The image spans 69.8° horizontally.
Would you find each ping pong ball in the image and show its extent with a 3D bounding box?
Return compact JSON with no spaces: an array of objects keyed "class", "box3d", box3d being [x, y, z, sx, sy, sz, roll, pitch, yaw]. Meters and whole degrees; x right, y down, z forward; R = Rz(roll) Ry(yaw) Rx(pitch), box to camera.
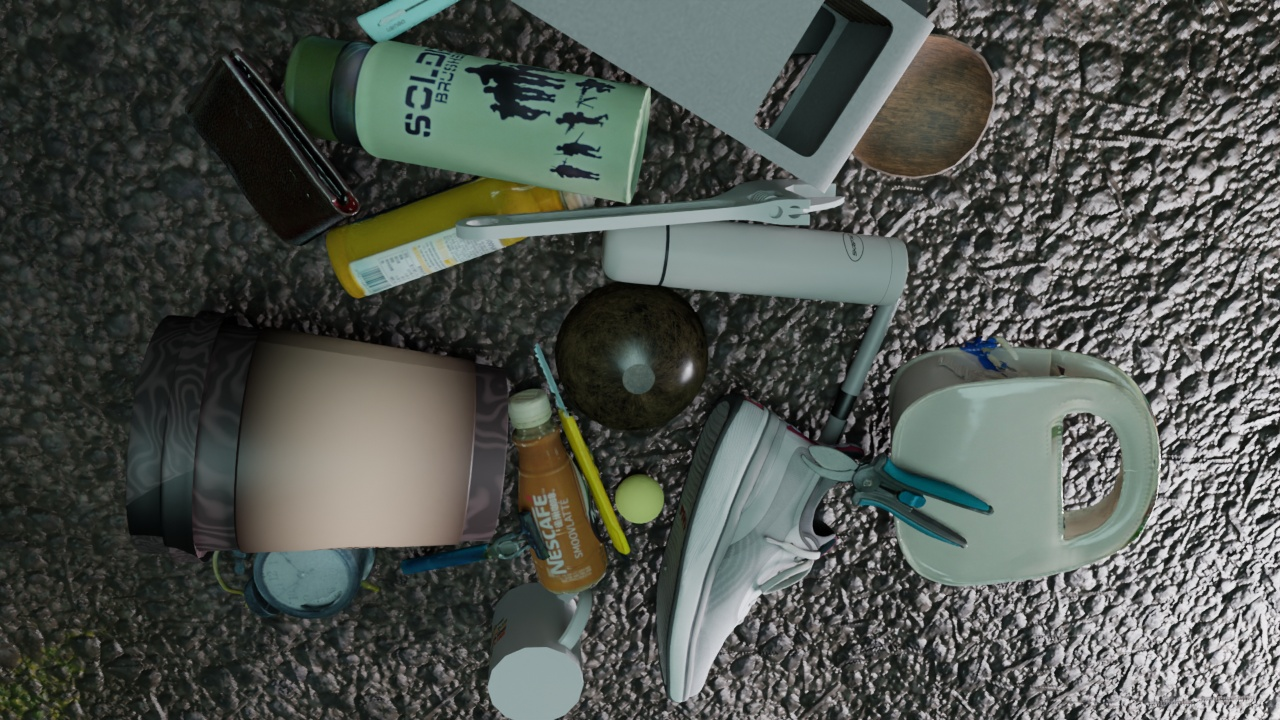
[{"class":"ping pong ball","box3d":[-0.001,0.113,0.753,0.040,0.040,0.040,-2,110,-5]}]

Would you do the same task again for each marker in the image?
[{"class":"marker","box3d":[0.177,0.009,0.745,0.016,0.016,0.141,16,108,-12]}]

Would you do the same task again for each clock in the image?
[{"class":"clock","box3d":[-0.276,0.161,0.738,0.129,0.052,0.090,-4,111,0]}]

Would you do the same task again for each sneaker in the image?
[{"class":"sneaker","box3d":[0.088,0.163,0.749,0.128,0.096,0.263,15,101,-6]}]

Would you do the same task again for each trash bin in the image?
[{"class":"trash bin","box3d":[0.043,-0.221,0.575,0.228,0.114,0.115,27,107,-16]}]

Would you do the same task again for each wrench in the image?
[{"class":"wrench","box3d":[0.010,-0.104,0.634,0.273,0.086,0.018,-6,111,-12]}]

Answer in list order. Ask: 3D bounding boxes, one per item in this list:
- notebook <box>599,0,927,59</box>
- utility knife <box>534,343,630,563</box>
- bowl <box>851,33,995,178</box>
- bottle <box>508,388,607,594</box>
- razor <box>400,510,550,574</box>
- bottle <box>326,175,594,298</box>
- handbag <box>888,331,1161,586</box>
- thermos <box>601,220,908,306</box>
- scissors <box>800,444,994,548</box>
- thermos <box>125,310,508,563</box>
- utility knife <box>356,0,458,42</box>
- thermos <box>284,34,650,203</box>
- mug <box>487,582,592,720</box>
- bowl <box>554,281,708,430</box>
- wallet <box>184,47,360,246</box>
[{"class":"notebook","box3d":[0.086,-0.295,0.621,0.231,0.019,0.169,-3,112,-5]},{"class":"utility knife","box3d":[-0.047,0.077,0.740,0.018,0.030,0.207,-32,114,-20]},{"class":"bowl","box3d":[0.197,-0.186,0.667,0.114,0.026,0.102,10,118,-12]},{"class":"bottle","box3d":[-0.071,0.103,0.732,0.059,0.059,0.167,-13,110,-1]},{"class":"razor","box3d":[-0.139,0.155,0.735,0.144,0.022,0.042,-18,101,28]},{"class":"bottle","box3d":[-0.126,-0.099,0.653,0.186,0.053,0.053,-19,111,1]},{"class":"handbag","box3d":[0.301,0.077,0.734,0.200,0.092,0.201,-3,112,13]},{"class":"thermos","box3d":[0.083,-0.076,0.684,0.224,0.052,0.052,4,110,-8]},{"class":"scissors","box3d":[0.199,0.098,0.699,0.148,0.019,0.132,-18,111,17]},{"class":"thermos","box3d":[-0.216,0.059,0.648,0.226,0.172,0.173,5,110,-15]},{"class":"utility knife","box3d":[-0.133,-0.249,0.619,0.120,0.015,0.022,-27,109,1]},{"class":"thermos","box3d":[-0.112,-0.162,0.602,0.231,0.082,0.082,11,109,4]},{"class":"mug","box3d":[-0.077,0.230,0.762,0.073,0.089,0.105,38,102,-17]},{"class":"bowl","box3d":[-0.004,0.004,0.703,0.121,0.056,0.121,-2,111,-5]},{"class":"wallet","box3d":[-0.247,-0.135,0.609,0.031,0.100,0.120,-47,112,-34]}]
